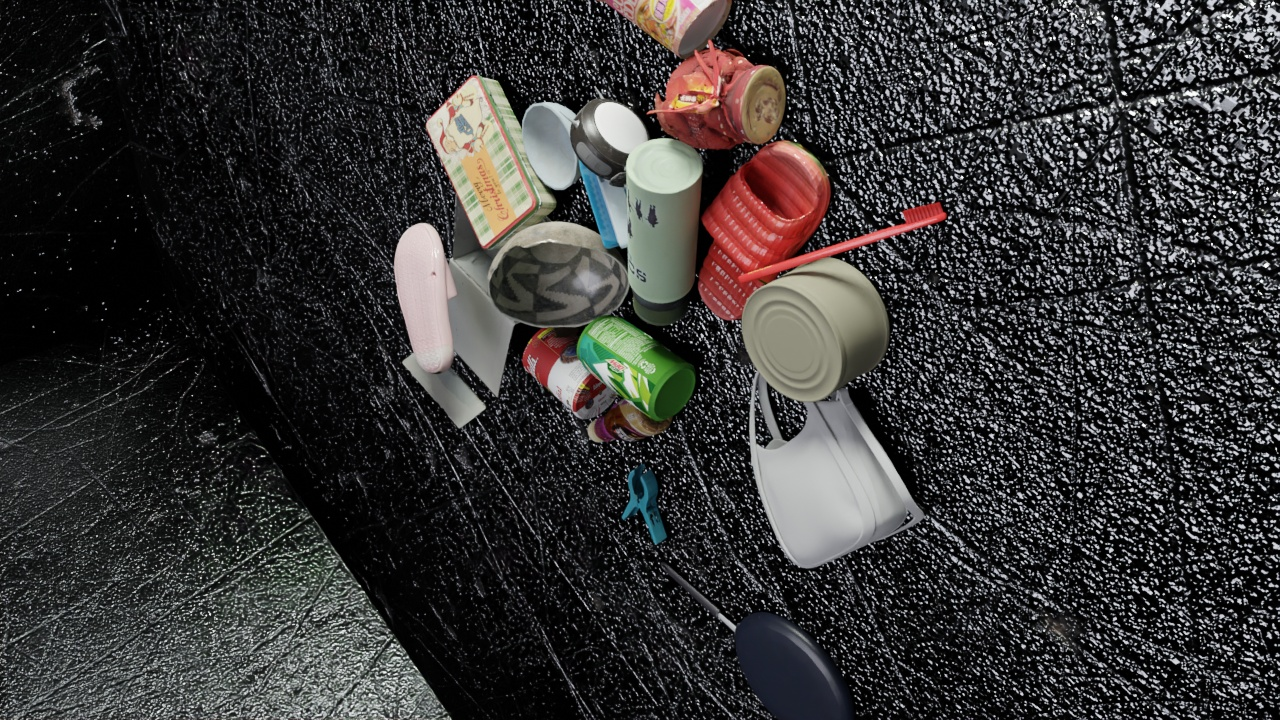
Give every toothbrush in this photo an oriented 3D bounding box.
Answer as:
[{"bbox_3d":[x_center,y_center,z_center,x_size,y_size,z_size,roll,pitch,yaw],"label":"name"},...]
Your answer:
[{"bbox_3d":[0.177,-0.107,0.845,0.213,0.012,0.018,-15,101,39],"label":"toothbrush"}]

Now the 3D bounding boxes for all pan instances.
[{"bbox_3d":[0.149,0.394,1.284,0.356,0.021,0.199,36,139,34],"label":"pan"}]

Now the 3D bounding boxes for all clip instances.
[{"bbox_3d":[0.011,0.208,1.329,0.102,0.026,0.120,26,133,37],"label":"clip"}]

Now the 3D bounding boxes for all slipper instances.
[{"bbox_3d":[0.107,-0.122,0.937,0.103,0.059,0.249,51,146,15],"label":"slipper"},{"bbox_3d":[-0.303,-0.091,1.328,0.107,0.055,0.221,-12,85,43],"label":"slipper"}]

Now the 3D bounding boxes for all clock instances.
[{"bbox_3d":[-0.026,-0.239,1.001,0.123,0.090,0.044,45,137,-6],"label":"clock"}]

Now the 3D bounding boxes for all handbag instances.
[{"bbox_3d":[0.193,0.096,0.988,0.216,0.095,0.222,-47,62,54],"label":"handbag"}]

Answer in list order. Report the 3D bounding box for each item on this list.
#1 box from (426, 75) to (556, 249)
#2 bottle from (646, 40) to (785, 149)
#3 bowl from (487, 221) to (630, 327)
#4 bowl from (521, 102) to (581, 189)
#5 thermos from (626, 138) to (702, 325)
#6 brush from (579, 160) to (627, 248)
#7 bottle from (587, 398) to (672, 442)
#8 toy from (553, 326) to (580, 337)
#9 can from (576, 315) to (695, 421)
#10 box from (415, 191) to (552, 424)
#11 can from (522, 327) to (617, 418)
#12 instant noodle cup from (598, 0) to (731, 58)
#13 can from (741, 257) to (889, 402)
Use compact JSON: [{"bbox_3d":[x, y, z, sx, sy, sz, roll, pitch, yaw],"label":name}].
[{"bbox_3d":[-0.196,-0.257,1.195,0.118,0.050,0.205,-32,77,36],"label":"box"},{"bbox_3d":[0.068,-0.247,0.866,0.111,0.098,0.099,20,129,39],"label":"bottle"},{"bbox_3d":[-0.103,-0.120,1.154,0.179,0.178,0.081,122,151,-53],"label":"bowl"},{"bbox_3d":[-0.097,-0.265,1.120,0.106,0.039,0.106,32,136,36],"label":"bowl"},{"bbox_3d":[0.026,-0.129,0.990,0.082,0.082,0.232,44,157,25],"label":"thermos"},{"bbox_3d":[-0.035,-0.199,1.050,0.075,0.055,0.136,-116,8,-74],"label":"brush"},{"bbox_3d":[-0.021,0.083,1.250,0.166,0.059,0.059,-24,93,56],"label":"bottle"},{"bbox_3d":[-0.113,-0.081,1.258,0.063,0.076,0.100,-28,65,30],"label":"toy"},{"bbox_3d":[-0.007,0.007,1.155,0.144,0.082,0.083,35,138,34],"label":"can"},{"bbox_3d":[-0.233,-0.093,1.370,0.166,0.098,0.370,44,136,25],"label":"box"},{"bbox_3d":[-0.094,0.014,1.273,0.116,0.086,0.087,39,140,31],"label":"can"},{"bbox_3d":[0.023,-0.346,0.864,0.108,0.097,0.098,46,144,10],"label":"instant noodle cup"},{"bbox_3d":[0.170,-0.030,0.904,0.128,0.073,0.128,32,137,37],"label":"can"}]
